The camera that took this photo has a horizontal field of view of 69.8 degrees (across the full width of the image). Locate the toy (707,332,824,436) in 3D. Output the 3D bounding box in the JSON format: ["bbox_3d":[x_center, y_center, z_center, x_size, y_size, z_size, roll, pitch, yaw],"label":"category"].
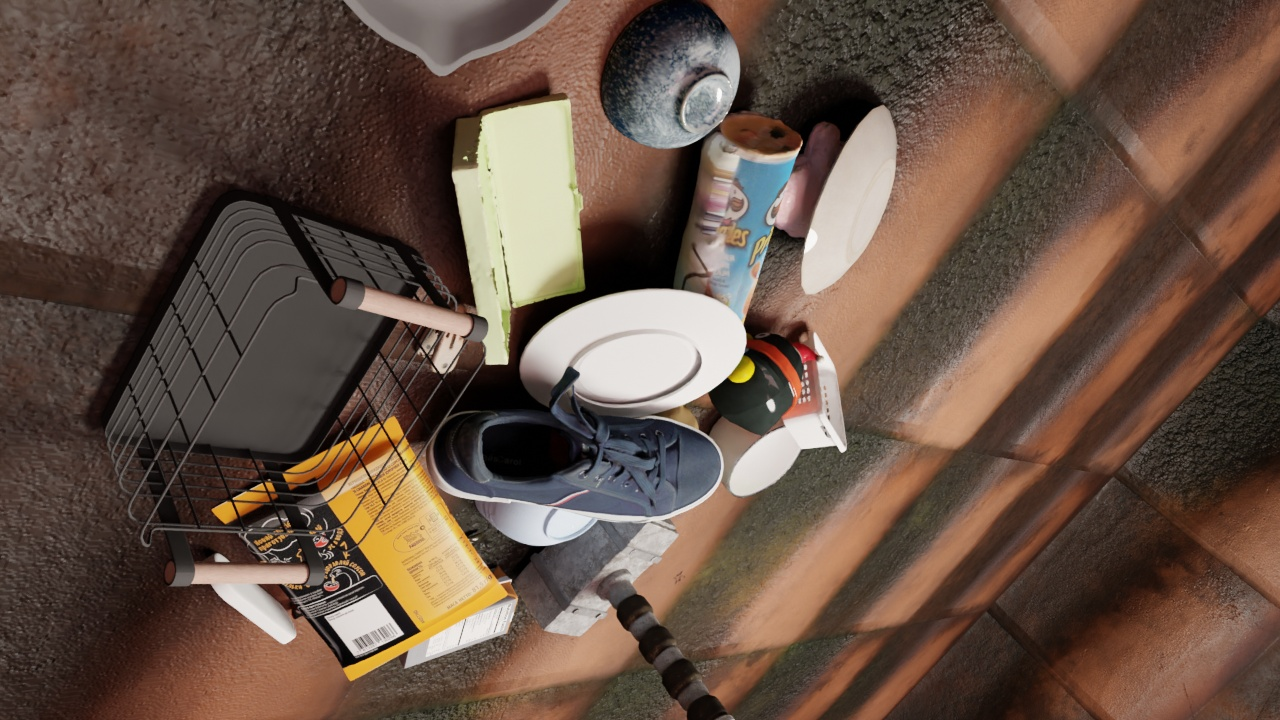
[{"bbox_3d":[0.129,0.016,0.986,0.098,0.100,0.119,-19,-158,52],"label":"toy"}]

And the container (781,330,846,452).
[{"bbox_3d":[0.191,0.039,1.040,0.050,0.129,0.081,-18,135,22],"label":"container"}]

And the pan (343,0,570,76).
[{"bbox_3d":[-0.050,-0.280,0.564,0.353,0.024,0.217,-8,133,-37],"label":"pan"}]

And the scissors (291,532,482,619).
[{"bbox_3d":[-0.241,0.186,0.883,0.198,0.015,0.180,-20,139,-28],"label":"scissors"}]

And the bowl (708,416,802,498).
[{"bbox_3d":[0.131,0.100,1.095,0.116,0.065,0.116,-25,141,-22],"label":"bowl"}]

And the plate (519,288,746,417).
[{"bbox_3d":[-0.005,0.005,0.836,0.208,0.015,0.209,-8,147,-5],"label":"plate"}]

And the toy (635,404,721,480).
[{"bbox_3d":[0.026,0.094,0.965,0.106,0.108,0.134,-10,141,3],"label":"toy"}]

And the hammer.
[{"bbox_3d":[0.013,0.291,0.960,0.177,0.326,0.079,-47,144,7],"label":"hammer"}]

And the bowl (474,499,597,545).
[{"bbox_3d":[-0.084,0.133,0.923,0.150,0.075,0.151,-24,141,-21],"label":"bowl"}]

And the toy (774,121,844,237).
[{"bbox_3d":[0.158,-0.167,0.856,0.105,0.053,0.108,-57,147,5],"label":"toy"}]

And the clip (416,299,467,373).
[{"bbox_3d":[-0.154,-0.016,0.732,0.024,0.041,0.061,5,129,-47],"label":"clip"}]

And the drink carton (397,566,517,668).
[{"bbox_3d":[-0.200,0.274,0.984,0.124,0.048,0.076,-9,133,-37],"label":"drink carton"}]

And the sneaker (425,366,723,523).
[{"bbox_3d":[-0.033,0.081,0.825,0.294,0.120,0.127,8,165,-30],"label":"sneaker"}]

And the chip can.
[{"bbox_3d":[0.075,-0.104,0.824,0.079,0.080,0.230,-17,138,-30],"label":"chip can"}]

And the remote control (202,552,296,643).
[{"bbox_3d":[-0.336,0.207,0.793,0.013,0.043,0.137,-32,143,-13],"label":"remote control"}]

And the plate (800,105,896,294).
[{"bbox_3d":[0.208,-0.147,0.879,0.188,0.027,0.189,-48,153,-35],"label":"plate"}]

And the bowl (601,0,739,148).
[{"bbox_3d":[0.035,-0.206,0.692,0.114,0.061,0.115,-26,142,-23],"label":"bowl"}]

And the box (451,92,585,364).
[{"bbox_3d":[-0.099,-0.099,0.693,0.130,0.064,0.188,-45,151,-32],"label":"box"}]

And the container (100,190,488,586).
[{"bbox_3d":[-0.232,0.023,0.622,0.162,0.130,0.242,16,116,-50],"label":"container"}]

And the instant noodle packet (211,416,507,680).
[{"bbox_3d":[-0.233,0.169,0.795,0.159,0.032,0.221,-28,120,-6],"label":"instant noodle packet"}]
